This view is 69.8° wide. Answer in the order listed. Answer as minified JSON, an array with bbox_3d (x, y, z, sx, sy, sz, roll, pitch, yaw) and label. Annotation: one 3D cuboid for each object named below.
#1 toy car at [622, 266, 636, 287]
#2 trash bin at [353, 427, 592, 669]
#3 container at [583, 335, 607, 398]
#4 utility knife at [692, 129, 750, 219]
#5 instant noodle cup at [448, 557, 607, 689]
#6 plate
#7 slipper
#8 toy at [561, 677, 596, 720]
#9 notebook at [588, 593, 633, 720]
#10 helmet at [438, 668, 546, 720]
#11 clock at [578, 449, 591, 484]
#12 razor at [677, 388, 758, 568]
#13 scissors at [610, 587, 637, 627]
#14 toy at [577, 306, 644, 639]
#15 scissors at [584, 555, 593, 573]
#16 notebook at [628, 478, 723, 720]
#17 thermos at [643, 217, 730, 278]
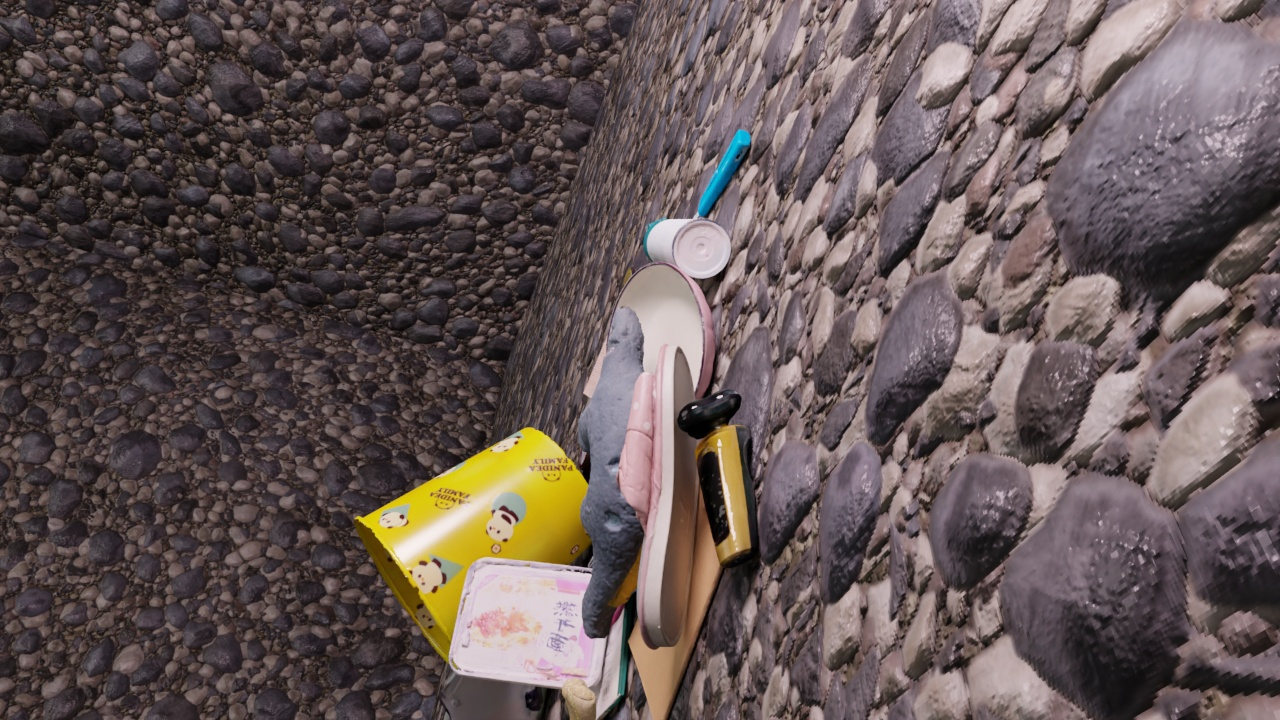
[{"bbox_3d":[-0.008,-0.050,1.231,0.070,0.042,0.158,-99,4,-61],"label":"toy car"},{"bbox_3d":[-0.203,0.231,1.208,0.254,0.229,0.230,-34,-6,-25],"label":"trash bin"},{"bbox_3d":[-0.007,0.007,1.138,0.090,0.090,0.111,-162,91,-78],"label":"container"},{"bbox_3d":[0.091,-0.214,1.142,0.203,0.018,0.034,123,159,-57],"label":"utility knife"},{"bbox_3d":[-0.120,0.305,1.053,0.060,0.173,0.137,85,-168,-59],"label":"instant noodle cup"},{"bbox_3d":[0.026,-0.011,1.013,0.193,0.039,0.192,-7,82,57],"label":"plate"},{"bbox_3d":[0.013,0.115,0.816,0.114,0.054,0.273,52,-142,-61],"label":"slipper"},{"bbox_3d":[-0.074,0.410,0.961,0.105,0.066,0.157,22,104,61],"label":"toy"},{"bbox_3d":[-0.036,0.307,1.051,0.151,0.012,0.208,119,163,-46],"label":"notebook"},{"bbox_3d":[-0.209,0.473,1.303,0.228,0.146,0.259,-96,18,-64],"label":"helmet"},{"bbox_3d":[-0.052,0.126,1.257,0.122,0.055,0.081,117,164,-48],"label":"clock"},{"bbox_3d":[0.066,0.096,0.756,0.062,0.067,0.167,-47,32,34],"label":"razor"},{"bbox_3d":[-0.010,0.245,0.976,0.136,0.017,0.064,-44,30,47],"label":"scissors"},{"bbox_3d":[-0.015,0.106,0.945,0.138,0.091,0.356,-22,62,61],"label":"toy"},{"bbox_3d":[-0.067,0.269,1.185,0.173,0.014,0.142,-61,1,13],"label":"scissors"},{"bbox_3d":[0.038,0.210,0.850,0.149,0.012,0.212,-123,50,-72],"label":"notebook"},{"bbox_3d":[0.050,-0.137,1.119,0.224,0.073,0.073,-138,65,-77],"label":"thermos"}]
